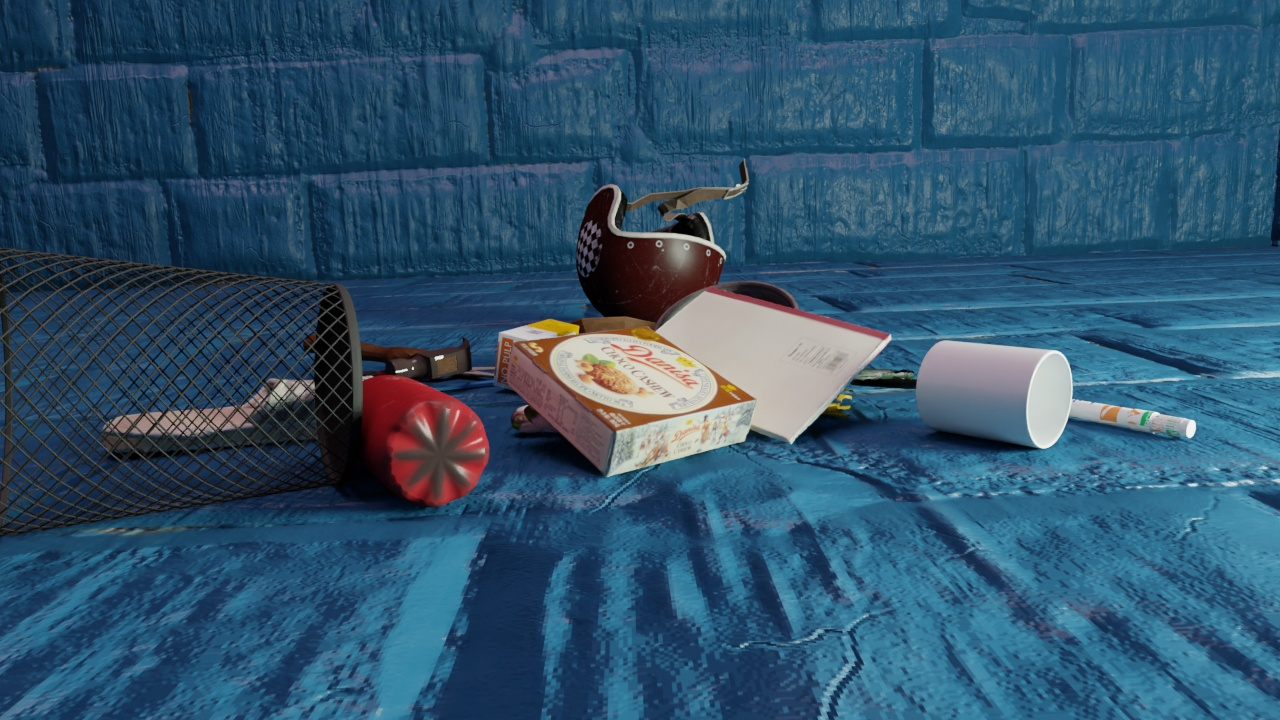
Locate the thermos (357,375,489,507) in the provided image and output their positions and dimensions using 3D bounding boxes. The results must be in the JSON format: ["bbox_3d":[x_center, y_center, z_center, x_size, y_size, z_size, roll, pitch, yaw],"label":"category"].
[{"bbox_3d":[-0.186,0.047,0.687,0.073,0.073,0.240,-7,10,-29],"label":"thermos"}]

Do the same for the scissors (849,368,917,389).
[{"bbox_3d":[0.234,0.017,0.883,0.202,0.015,0.204,3,4,43],"label":"scissors"}]

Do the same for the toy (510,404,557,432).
[{"bbox_3d":[-0.046,0.045,0.780,0.122,0.038,0.079,-6,4,-16],"label":"toy"}]

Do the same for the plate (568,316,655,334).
[{"bbox_3d":[-0.045,-0.023,1.112,0.131,0.025,0.131,-4,-13,-1],"label":"plate"}]

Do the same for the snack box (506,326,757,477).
[{"bbox_3d":[-0.008,0.026,0.734,0.146,0.041,0.143,-9,32,-38],"label":"snack box"}]

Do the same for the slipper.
[{"bbox_3d":[-0.329,0.043,0.822,0.272,0.054,0.114,-6,5,-20],"label":"slipper"}]

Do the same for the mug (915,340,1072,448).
[{"bbox_3d":[0.287,0.030,0.727,0.110,0.073,0.091,24,-10,-41],"label":"mug"}]

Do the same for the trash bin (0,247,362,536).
[{"bbox_3d":[-0.306,0.018,0.609,0.209,0.184,0.184,-1,8,-29],"label":"trash bin"}]

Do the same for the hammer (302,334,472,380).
[{"bbox_3d":[-0.314,-0.009,1.084,0.115,0.033,0.324,-14,14,-43],"label":"hammer"}]

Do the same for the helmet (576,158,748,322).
[{"bbox_3d":[0.021,-0.173,1.418,0.233,0.253,0.235,9,-25,-38],"label":"helmet"}]

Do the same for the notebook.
[{"bbox_3d":[0.095,-0.005,0.825,0.209,0.012,0.152,21,50,42],"label":"notebook"}]

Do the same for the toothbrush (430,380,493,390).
[{"bbox_3d":[-0.199,0.024,1.006,0.166,0.014,0.016,-6,10,-24],"label":"toothbrush"}]

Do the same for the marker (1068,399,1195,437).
[{"bbox_3d":[0.378,0.043,0.755,0.017,0.017,0.146,-8,11,-31],"label":"marker"}]

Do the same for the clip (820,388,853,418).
[{"bbox_3d":[0.172,0.034,0.829,0.054,0.046,0.048,5,37,43],"label":"clip"}]

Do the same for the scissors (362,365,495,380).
[{"bbox_3d":[-0.248,0.011,1.093,0.198,0.015,0.179,-6,10,-23],"label":"scissors"}]

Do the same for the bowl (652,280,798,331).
[{"bbox_3d":[0.089,-0.011,0.907,0.145,0.067,0.144,-12,35,9],"label":"bowl"}]

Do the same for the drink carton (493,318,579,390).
[{"bbox_3d":[-0.115,-0.006,1.014,0.040,0.058,0.122,13,14,19],"label":"drink carton"}]
